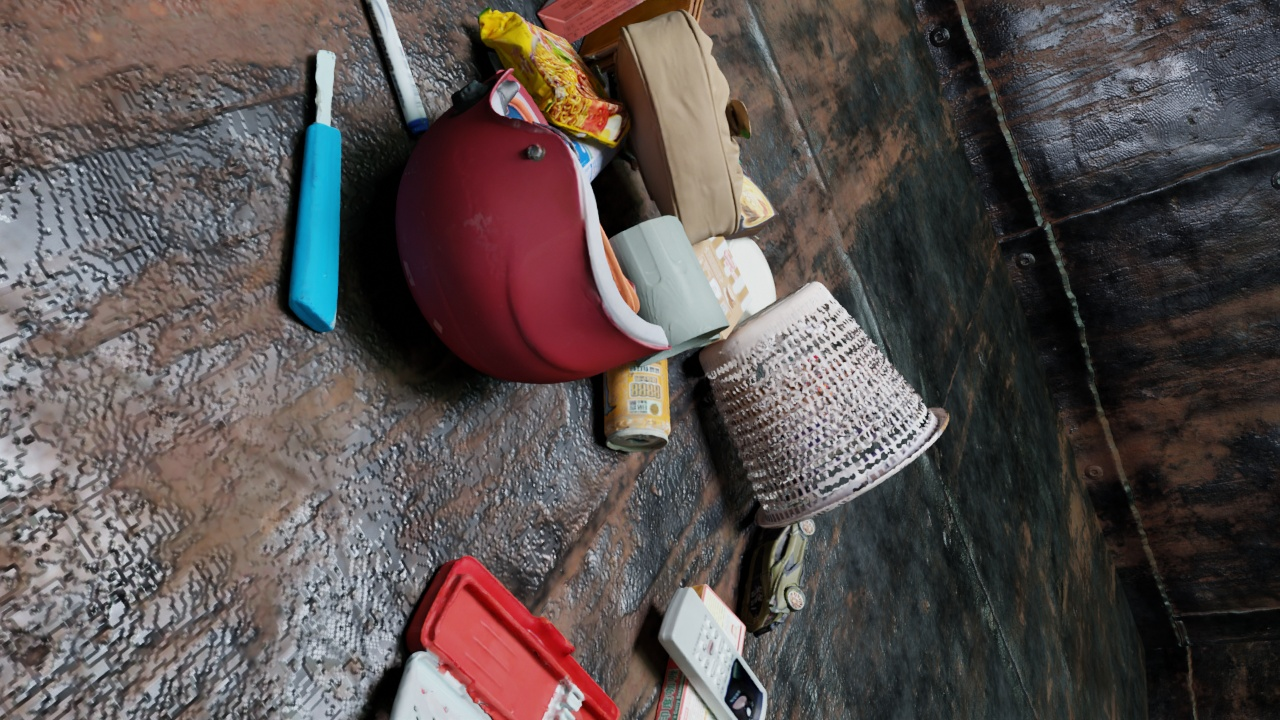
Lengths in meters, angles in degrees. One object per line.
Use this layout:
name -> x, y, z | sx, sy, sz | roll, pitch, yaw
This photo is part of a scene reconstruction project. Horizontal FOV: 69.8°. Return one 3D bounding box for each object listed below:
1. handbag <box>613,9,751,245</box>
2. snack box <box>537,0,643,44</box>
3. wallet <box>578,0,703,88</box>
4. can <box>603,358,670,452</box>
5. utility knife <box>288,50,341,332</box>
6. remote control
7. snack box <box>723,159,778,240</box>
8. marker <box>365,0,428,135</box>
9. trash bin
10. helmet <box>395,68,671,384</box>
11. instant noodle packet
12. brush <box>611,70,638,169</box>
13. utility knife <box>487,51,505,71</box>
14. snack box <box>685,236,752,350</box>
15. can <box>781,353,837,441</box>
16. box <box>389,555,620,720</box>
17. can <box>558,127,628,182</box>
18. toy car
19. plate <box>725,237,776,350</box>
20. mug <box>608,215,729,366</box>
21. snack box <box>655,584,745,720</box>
handbag -> 0.040, -0.212, 0.837 | 0.147, 0.100, 0.205 | -114, -172, -62
snack box -> -0.029, -0.375, 0.902 | 0.044, 0.113, 0.126 | 51, 39, -29
wallet -> 0.000, -0.333, 0.913 | 0.035, 0.131, 0.118 | 46, 43, -42
can -> -0.005, 0.005, 0.820 | 0.058, 0.058, 0.145 | 26, 55, -49
utility knife -> -0.209, -0.120, 0.602 | 0.034, 0.018, 0.207 | 36, 46, -60
remote control -> 0.066, 0.265, 0.791 | 0.150, 0.021, 0.058 | 56, 36, -22
snack box -> 0.091, -0.191, 1.037 | 0.125, 0.053, 0.113 | -18, 71, -53
marker -> -0.189, -0.241, 0.690 | 0.016, 0.017, 0.146 | -23, 96, -58
trash bin -> 0.170, 0.035, 0.955 | 0.192, 0.228, 0.226 | 58, 33, -1
helmet -> -0.094, -0.085, 0.646 | 0.207, 0.144, 0.239 | 60, 3, -43
instant noodle packet -> -0.072, -0.244, 0.788 | 0.110, 0.044, 0.128 | 7, 41, -54
brush -> 0.010, -0.276, 0.968 | 0.073, 0.063, 0.145 | 14, 63, -49
utility knife -> -0.079, -0.254, 0.866 | 0.178, 0.013, 0.029 | 4, 69, -56
snack box -> 0.048, -0.071, 0.916 | 0.093, 0.077, 0.094 | 62, 35, -17
can -> 0.204, 0.046, 1.111 | 0.066, 0.067, 0.093 | 48, 40, -34
box -> -0.085, 0.243, 0.601 | 0.201, 0.050, 0.160 | 55, 29, -27
can -> -0.055, -0.191, 0.835 | 0.053, 0.053, 0.134 | 59, 35, -22
toy car -> 0.138, 0.209, 0.935 | 0.042, 0.070, 0.157 | 33, 46, -11
plate -> 0.118, -0.091, 1.074 | 0.164, 0.034, 0.163 | 10, 68, -54
mug -> 0.023, -0.059, 0.784 | 0.103, 0.084, 0.123 | 66, 21, 5
snack box -> 0.054, 0.286, 0.811 | 0.077, 0.027, 0.155 | 50, 39, -31
